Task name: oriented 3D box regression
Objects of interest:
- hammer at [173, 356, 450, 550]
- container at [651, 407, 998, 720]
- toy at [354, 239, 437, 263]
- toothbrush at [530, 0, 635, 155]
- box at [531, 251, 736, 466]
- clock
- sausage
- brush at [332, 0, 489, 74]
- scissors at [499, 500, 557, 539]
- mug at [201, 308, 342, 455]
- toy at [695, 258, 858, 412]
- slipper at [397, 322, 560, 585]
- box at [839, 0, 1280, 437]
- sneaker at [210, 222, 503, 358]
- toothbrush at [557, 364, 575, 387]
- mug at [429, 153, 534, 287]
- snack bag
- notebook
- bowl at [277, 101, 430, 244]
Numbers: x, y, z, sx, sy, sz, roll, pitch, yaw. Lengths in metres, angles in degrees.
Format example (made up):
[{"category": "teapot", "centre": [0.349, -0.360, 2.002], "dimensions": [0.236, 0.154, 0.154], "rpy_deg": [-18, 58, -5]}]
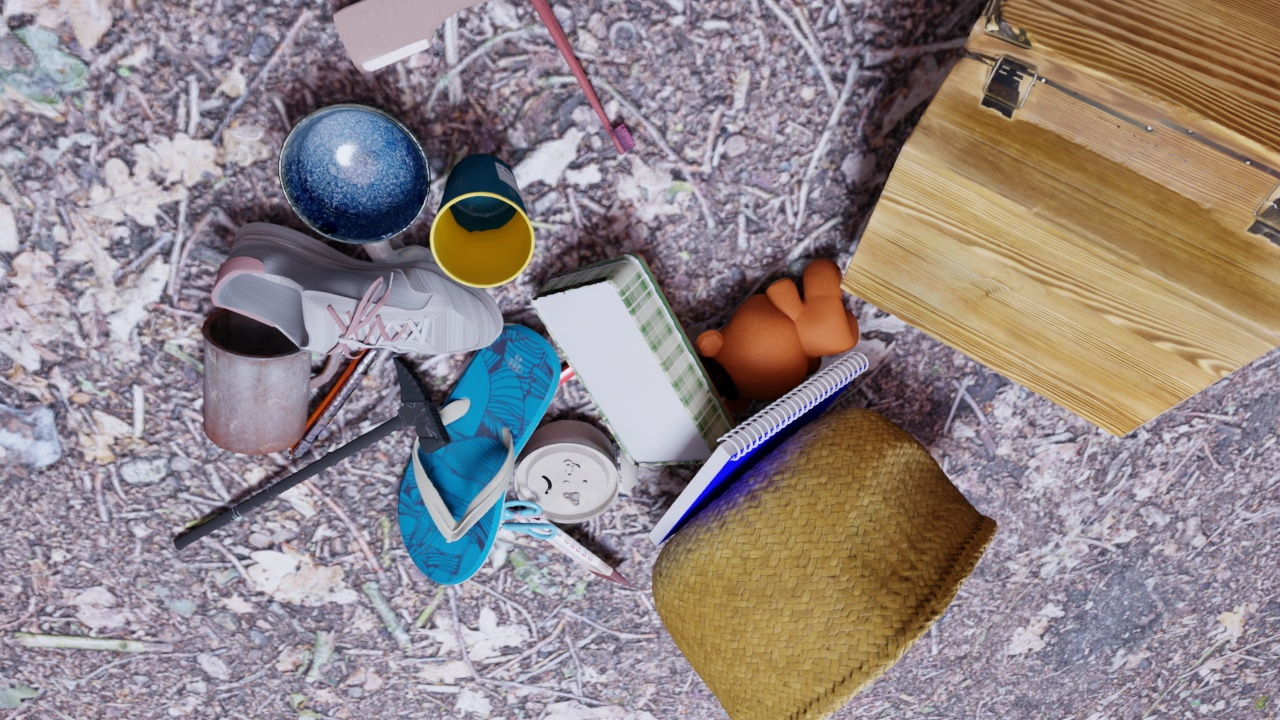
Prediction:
[{"category": "hammer", "centre": [-0.335, 0.107, 0.892], "dimensions": [0.325, 0.015, 0.095], "rpy_deg": [-28, 83, 15]}, {"category": "container", "centre": [0.158, 0.194, 0.879], "dimensions": [0.307, 0.306, 0.196], "rpy_deg": [-46, 74, 18]}, {"category": "toy", "centre": [-0.208, -0.074, 0.803], "dimensions": [0.122, 0.038, 0.079], "rpy_deg": [25, 122, -14]}, {"category": "toothbrush", "centre": [-0.055, -0.248, 0.738], "dimensions": [0.016, 0.016, 0.190], "rpy_deg": [-31, 121, 4]}, {"category": "box", "centre": [-0.005, 0.005, 0.835], "dimensions": [0.118, 0.050, 0.205], "rpy_deg": [-10, 119, 45]}, {"category": "clock", "centre": [-0.052, 0.106, 0.929], "dimensions": [0.157, 0.061, 0.103], "rpy_deg": [-4, 124, 2]}, {"category": "sausage", "centre": [-0.286, 0.036, 0.859], "dimensions": [0.020, 0.020, 0.155], "rpy_deg": [34, 103, -26]}, {"category": "brush", "centre": [-0.166, -0.269, 0.709], "dimensions": [0.135, 0.015, 0.050], "rpy_deg": [-23, 123, -2]}, {"category": "scissors", "centre": [-0.145, 0.171, 0.953], "dimensions": [0.142, 0.015, 0.076], "rpy_deg": [-12, 136, 37]}, {"category": "mug", "centre": [-0.325, 0.014, 0.818], "dimensions": [0.122, 0.096, 0.110], "rpy_deg": [-11, 134, -40]}, {"category": "toy", "centre": [0.128, -0.016, 0.866], "dimensions": [0.175, 0.096, 0.112], "rpy_deg": [-34, 124, -15]}, {"category": "slipper", "centre": [-0.169, 0.097, 0.878], "dimensions": [0.118, 0.060, 0.295], "rpy_deg": [34, 112, 14]}, {"category": "box", "centre": [0.378, -0.176, 0.724], "dimensions": [0.279, 0.286, 0.335], "rpy_deg": [32, 74, 12]}, {"category": "sneaker", "centre": [-0.236, -0.037, 0.754], "dimensions": [0.236, 0.089, 0.099], "rpy_deg": [15, 136, -3]}, {"category": "toothbrush", "centre": [-0.073, 0.010, 0.896], "dimensions": [0.213, 0.018, 0.012], "rpy_deg": [-35, 121, 8]}, {"category": "mug", "centre": [-0.127, -0.120, 0.740], "dimensions": [0.078, 0.121, 0.078], "rpy_deg": [-4, 122, -7]}, {"category": "snack bag", "centre": [-0.074, 0.203, 0.995], "dimensions": [0.158, 0.057, 0.013], "rpy_deg": [42, 65, -28]}, {"category": "notebook", "centre": [0.113, 0.079, 0.858], "dimensions": [0.208, 0.022, 0.172], "rpy_deg": [-28, 159, -39]}, {"category": "bowl", "centre": [-0.227, -0.157, 0.737], "dimensions": [0.114, 0.060, 0.114], "rpy_deg": [-5, 121, -9]}]
